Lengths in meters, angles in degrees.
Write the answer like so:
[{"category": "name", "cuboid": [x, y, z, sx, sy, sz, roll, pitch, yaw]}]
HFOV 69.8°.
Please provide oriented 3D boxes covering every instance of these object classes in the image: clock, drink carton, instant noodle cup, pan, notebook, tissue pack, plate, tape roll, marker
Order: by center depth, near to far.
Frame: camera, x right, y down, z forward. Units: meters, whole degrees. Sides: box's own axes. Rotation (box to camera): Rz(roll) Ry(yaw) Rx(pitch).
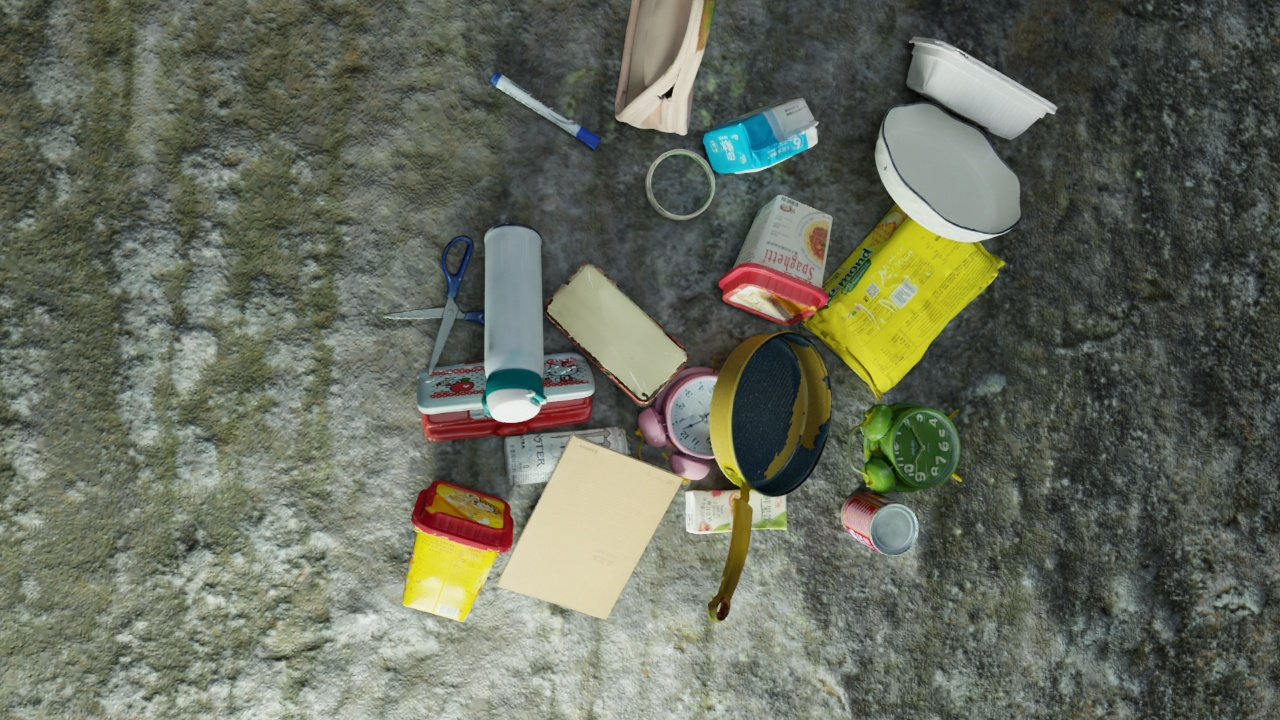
[{"category": "instant noodle cup", "cuboid": [-0.215, 0.220, 1.054, 0.116, 0.116, 0.124, 18, 101, -11]}, {"category": "pan", "cuboid": [0.135, 0.129, 1.059, 0.197, 0.078, 0.356, 46, 64, -37]}, {"category": "tissue pack", "cuboid": [0.139, -0.260, 1.081, 0.090, 0.140, 0.063, -25, 105, -14]}, {"category": "marker", "cuboid": [-0.112, -0.297, 1.091, 0.145, 0.017, 0.017, 31, 87, -11]}, {"category": "notebook", "cuboid": [-0.060, 0.202, 1.093, 0.149, 0.012, 0.212, 23, 103, -19]}, {"category": "instant noodle cup", "cuboid": [0.170, -0.122, 1.111, 0.116, 0.117, 0.124, 20, 77, -11]}, {"category": "clock", "cuboid": [0.063, 0.080, 1.121, 0.158, 0.060, 0.117, -43, 99, -5]}, {"category": "tape roll", "cuboid": [0.049, -0.216, 1.127, 0.085, 0.014, 0.086, 0, 93, -11]}, {"category": "plate", "cuboid": [0.374, -0.228, 1.128, 0.204, 0.046, 0.204, 13, 56, -20]}, {"category": "instant noodle cup", "cuboid": [0.411, -0.334, 1.140, 0.173, 0.137, 0.060, 23, 109, -11]}, {"category": "drink carton", "cuboid": [0.119, 0.186, 1.144, 0.122, 0.045, 0.053, 0, 82, -12]}, {"category": "clock", "cuboid": [0.334, 0.111, 1.167, 0.161, 0.056, 0.116, -1, 85, -17]}]

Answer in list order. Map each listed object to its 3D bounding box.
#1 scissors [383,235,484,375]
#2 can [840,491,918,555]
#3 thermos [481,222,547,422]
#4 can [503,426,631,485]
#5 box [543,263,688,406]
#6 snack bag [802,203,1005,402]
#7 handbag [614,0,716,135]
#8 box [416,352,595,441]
[{"category": "scissors", "cuboid": [-0.210, -0.061, 1.069, 0.162, 0.012, 0.173, 18, 75, -21]}, {"category": "can", "cuboid": [0.298, 0.203, 1.155, 0.066, 0.094, 0.066, -1, 93, -11]}, {"category": "thermos", "cuboid": [-0.143, -0.041, 1.023, 0.073, 0.073, 0.223, 1, 64, -11]}, {"category": "can", "cuboid": [-0.088, 0.113, 1.094, 0.146, 0.058, 0.058, -5, 93, -10]}, {"category": "box", "cuboid": [-0.027, -0.032, 1.071, 0.168, 0.077, 0.091, 43, 85, 3]}, {"category": "snack bag", "cuboid": [0.331, -0.087, 1.161, 0.158, 0.068, 0.246, 43, 85, -10]}, {"category": "handbag", "cuboid": [0.041, -0.364, 1.005, 0.093, 0.234, 0.193, 8, 91, -10]}, {"category": "box", "cuboid": [-0.154, 0.041, 1.058, 0.201, 0.098, 0.095, -6, 93, -10]}]
